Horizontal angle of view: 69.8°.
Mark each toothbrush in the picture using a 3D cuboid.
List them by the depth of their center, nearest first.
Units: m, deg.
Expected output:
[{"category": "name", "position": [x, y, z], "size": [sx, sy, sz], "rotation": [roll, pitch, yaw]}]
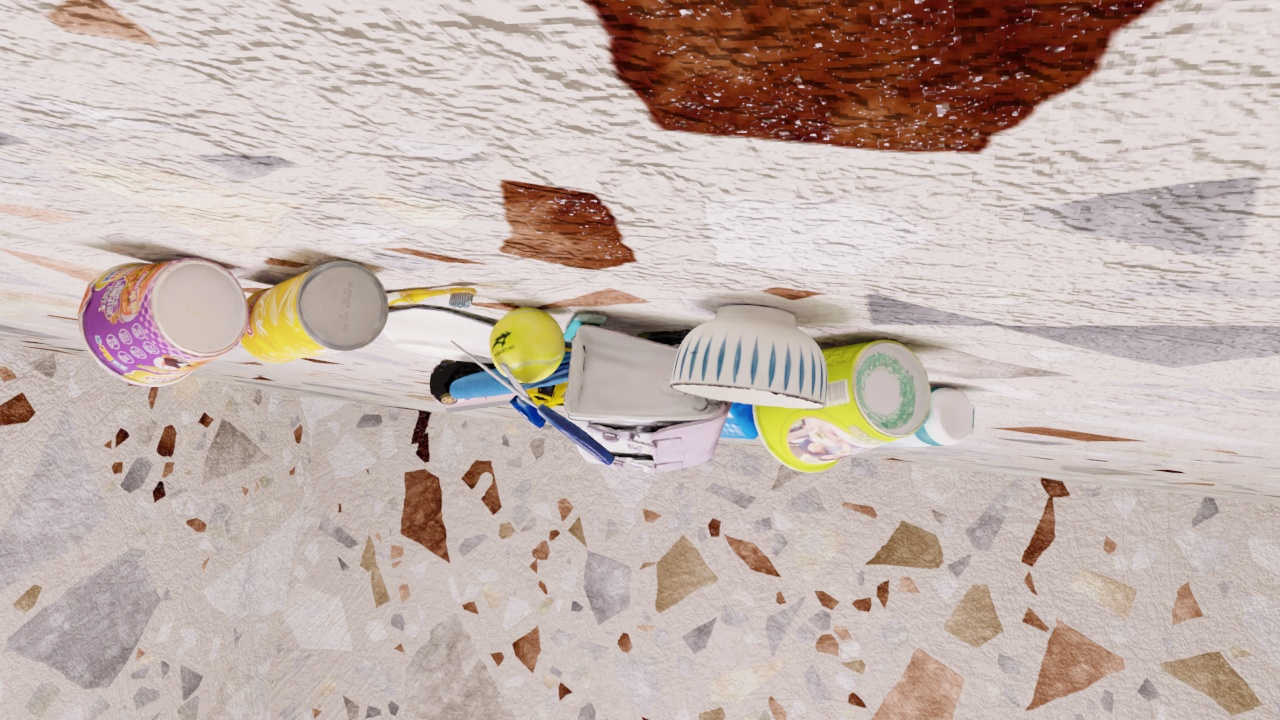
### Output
[{"category": "toothbrush", "position": [-0.197, -0.051, 0.783], "size": [0.192, 0.018, 0.016], "rotation": [0, 168, 45]}]

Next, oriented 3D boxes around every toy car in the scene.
[{"category": "toy car", "position": [-0.105, 0.021, 1.061], "size": [0.041, 0.071, 0.156], "rotation": [6, 172, -26]}, {"category": "toy car", "position": [-0.189, 0.018, 1.077], "size": [0.122, 0.056, 0.037], "rotation": [-14, 151, 13]}]

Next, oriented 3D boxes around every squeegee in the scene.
[{"category": "squeegee", "position": [-0.204, 0.008, 1.182], "size": [0.248, 0.040, 0.249], "rotation": [-8, 162, 18]}]

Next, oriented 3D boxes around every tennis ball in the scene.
[{"category": "tennis ball", "position": [-0.098, -0.013, 0.791], "size": [0.065, 0.065, 0.065], "rotation": [7, 173, 1]}]

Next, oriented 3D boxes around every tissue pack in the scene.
[{"category": "tissue pack", "position": [0.068, 0.041, 1.022], "size": [0.157, 0.052, 0.095], "rotation": [0, 141, 40]}]

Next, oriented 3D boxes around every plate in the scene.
[{"category": "plate", "position": [-0.196, -0.023, 0.948], "size": [0.164, 0.034, 0.164], "rotation": [1, 171, 44]}]

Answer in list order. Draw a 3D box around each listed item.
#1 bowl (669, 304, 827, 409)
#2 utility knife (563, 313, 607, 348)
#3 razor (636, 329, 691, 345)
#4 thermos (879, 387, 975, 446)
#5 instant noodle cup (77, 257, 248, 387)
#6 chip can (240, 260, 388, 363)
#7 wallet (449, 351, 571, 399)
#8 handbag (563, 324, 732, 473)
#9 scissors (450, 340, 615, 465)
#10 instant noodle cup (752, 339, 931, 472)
[{"category": "bowl", "position": [0.084, -0.004, 0.685], "size": [0.116, 0.066, 0.116], "rotation": [8, 173, 1]}, {"category": "utility knife", "position": [-0.058, -0.024, 0.875], "size": [0.029, 0.013, 0.223], "rotation": [7, 173, -9]}, {"category": "razor", "position": [0.011, -0.017, 0.835], "size": [0.042, 0.022, 0.143], "rotation": [18, 163, -32]}, {"category": "thermos", "position": [0.277, 0.064, 1.034], "size": [0.073, 0.073, 0.225], "rotation": [10, 172, -22]}, {"category": "instant noodle cup", "position": [-0.394, -0.036, 0.774], "size": [0.099, 0.111, 0.111], "rotation": [-7, 166, 37]}, {"category": "chip can", "position": [-0.281, -0.036, 0.768], "size": [0.072, 0.072, 0.214], "rotation": [12, 172, -33]}, {"category": "wallet", "position": [-0.127, 0.016, 0.970], "size": [0.106, 0.040, 0.133], "rotation": [-16, -175, -37]}, {"category": "handbag", "position": [0.009, 0.046, 0.853], "size": [0.145, 0.098, 0.197], "rotation": [3, 164, 2]}, {"category": "scissors", "position": [-0.090, 0.038, 0.779], "size": [0.162, 0.012, 0.173], "rotation": [33, 166, 15]}, {"category": "instant noodle cup", "position": [0.174, 0.034, 0.773], "size": [0.111, 0.111, 0.124], "rotation": [10, 165, -24]}]
